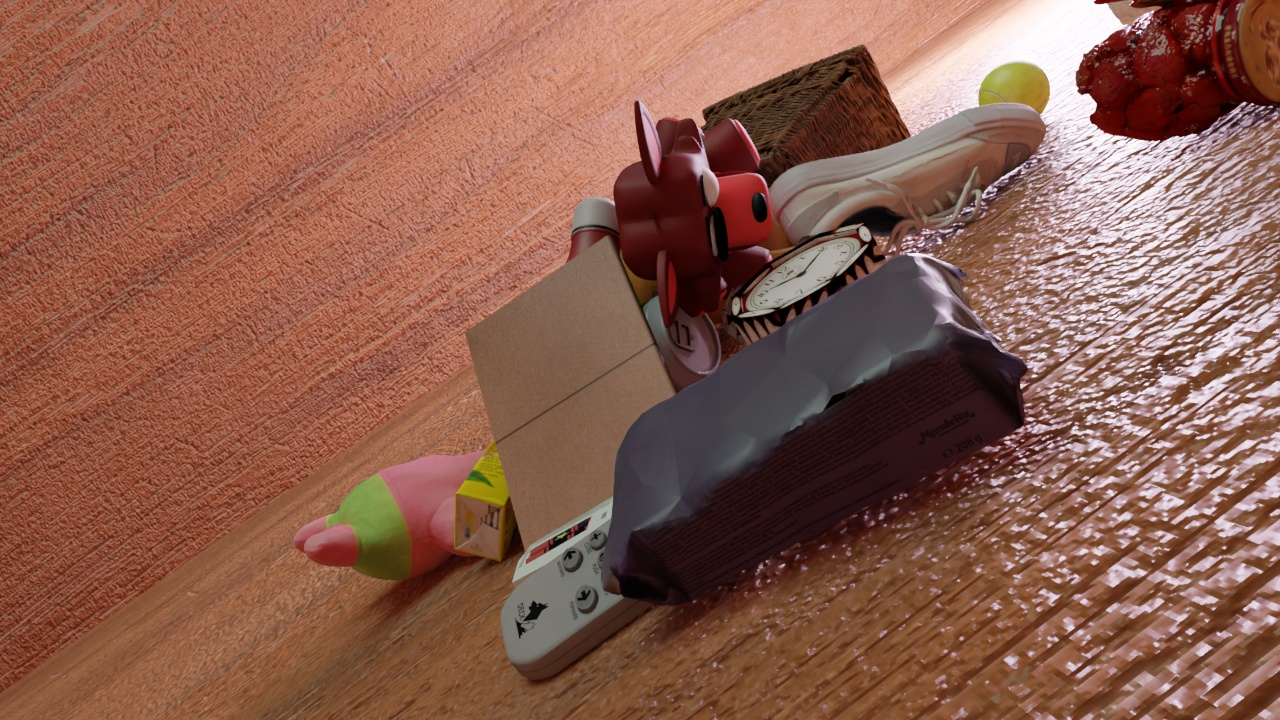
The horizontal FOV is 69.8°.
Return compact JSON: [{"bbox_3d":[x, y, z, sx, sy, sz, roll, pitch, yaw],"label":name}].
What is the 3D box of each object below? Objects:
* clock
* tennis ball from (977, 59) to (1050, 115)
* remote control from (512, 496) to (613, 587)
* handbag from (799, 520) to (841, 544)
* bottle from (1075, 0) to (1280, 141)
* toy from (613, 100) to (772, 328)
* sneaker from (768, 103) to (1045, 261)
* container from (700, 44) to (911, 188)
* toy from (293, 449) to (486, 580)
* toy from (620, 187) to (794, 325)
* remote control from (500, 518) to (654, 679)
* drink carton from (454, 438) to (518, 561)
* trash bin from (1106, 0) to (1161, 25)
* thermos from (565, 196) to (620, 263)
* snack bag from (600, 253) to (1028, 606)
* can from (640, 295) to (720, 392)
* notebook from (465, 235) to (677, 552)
[{"bbox_3d":[0.120,-0.040,0.652,0.114,0.065,0.155,-36,17,-6],"label":"clock"},{"bbox_3d":[0.364,-0.259,0.894,0.065,0.065,0.065,-34,10,7],"label":"tennis ball"},{"bbox_3d":[-0.020,0.103,0.566,0.143,0.024,0.049,-31,10,17],"label":"remote control"},{"bbox_3d":[0.113,0.041,0.432,0.119,0.029,0.055,-43,16,-14],"label":"handbag"},{"bbox_3d":[0.338,-0.190,0.570,0.098,0.099,0.111,-39,15,-20],"label":"bottle"},{"bbox_3d":[0.041,-0.111,0.705,0.121,0.158,0.197,-4,7,16],"label":"toy"},{"bbox_3d":[0.230,-0.134,0.750,0.242,0.090,0.090,-18,-23,-9],"label":"sneaker"},{"bbox_3d":[0.152,-0.213,1.050,0.251,0.162,0.182,-6,37,50],"label":"container"},{"bbox_3d":[-0.179,0.127,0.809,0.236,0.097,0.192,-23,13,-26],"label":"toy"},{"bbox_3d":[0.052,-0.102,0.881,0.199,0.163,0.202,19,37,40],"label":"toy"},{"bbox_3d":[-0.009,0.107,0.489,0.151,0.019,0.074,-35,22,-2],"label":"remote control"},{"bbox_3d":[-0.103,0.093,0.735,0.043,0.059,0.134,13,30,8],"label":"drink carton"},{"bbox_3d":[0.505,-0.373,0.807,0.133,0.133,0.162,-41,7,-32],"label":"trash bin"},{"bbox_3d":[-0.044,-0.021,0.726,0.073,0.073,0.239,-23,55,50],"label":"thermos"},{"bbox_3d":[0.066,0.031,0.422,0.206,0.058,0.096,-33,27,18],"label":"snack bag"},{"bbox_3d":[-0.005,0.005,0.798,0.140,0.088,0.087,-27,13,39],"label":"can"},{"bbox_3d":[-0.047,0.023,0.654,0.141,0.008,0.209,-32,55,15],"label":"notebook"}]
